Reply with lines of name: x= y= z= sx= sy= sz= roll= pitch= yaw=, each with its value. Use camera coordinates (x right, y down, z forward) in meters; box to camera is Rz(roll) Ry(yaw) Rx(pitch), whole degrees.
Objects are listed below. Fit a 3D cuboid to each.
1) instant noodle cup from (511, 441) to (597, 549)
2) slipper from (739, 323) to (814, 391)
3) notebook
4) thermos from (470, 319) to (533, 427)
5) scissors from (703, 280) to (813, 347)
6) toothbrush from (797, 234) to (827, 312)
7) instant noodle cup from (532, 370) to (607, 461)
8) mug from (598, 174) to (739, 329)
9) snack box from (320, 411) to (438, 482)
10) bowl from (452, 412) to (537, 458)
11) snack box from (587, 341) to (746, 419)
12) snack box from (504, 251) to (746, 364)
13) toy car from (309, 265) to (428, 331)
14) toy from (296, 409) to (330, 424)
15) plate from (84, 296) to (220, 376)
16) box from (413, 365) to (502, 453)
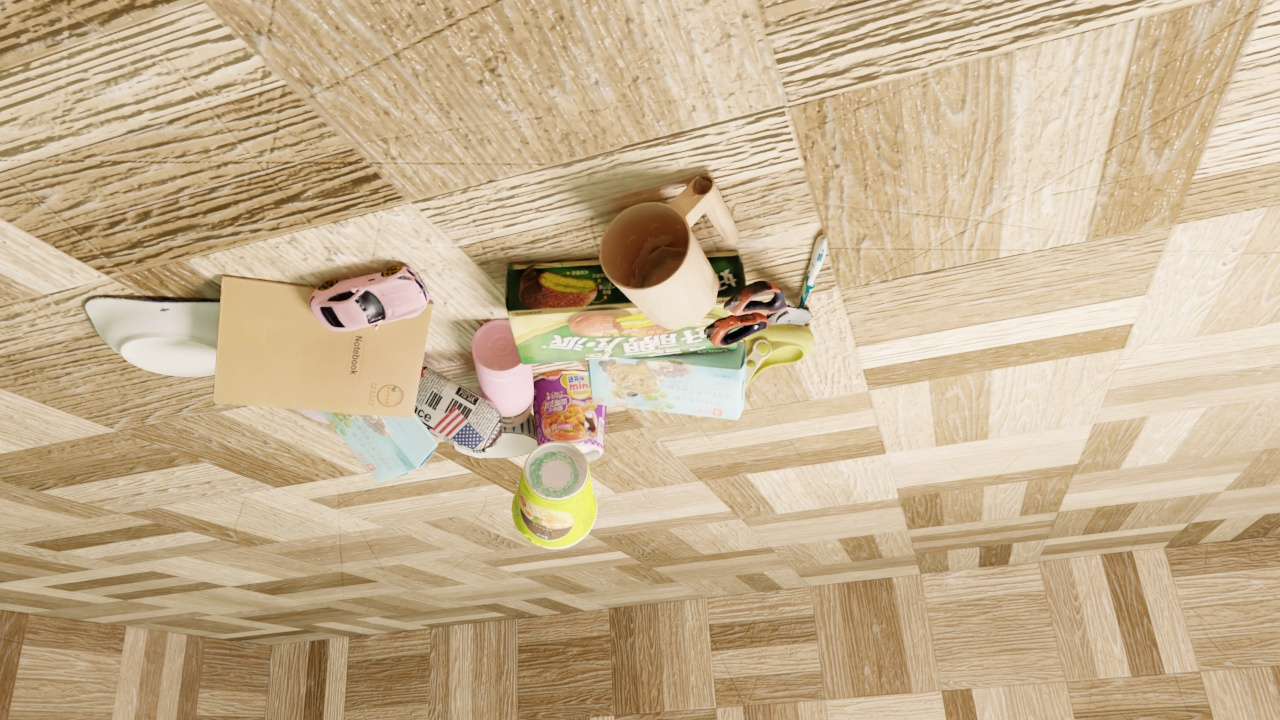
instant noodle cup: x=-0.107 y=0.162 z=1.147 sx=0.111 sy=0.111 sz=0.124 roll=-1 pitch=149 yaw=-6
slipper: x=0.114 y=0.000 z=1.076 sx=0.190 sy=0.081 sz=0.092 roll=-4 pitch=154 yaw=-5
notebook: x=-0.334 y=-0.010 z=0.969 sx=0.207 sy=0.008 sz=0.148 roll=7 pitch=117 yaw=-21
thermos: x=-0.172 y=0.021 z=1.102 sx=0.087 sy=0.067 sz=0.199 roll=5 pitch=157 yaw=-4
scissors: x=0.126 y=-0.038 z=0.944 sx=0.185 sy=0.015 sz=0.209 roll=-33 pitch=159 yaw=-13
toothbrush: x=0.183 y=-0.082 z=0.973 sx=0.018 sy=0.016 sz=0.192 roll=-13 pitch=157 yaw=-4
instant noodle cup: x=-0.093 y=0.078 z=1.202 sx=0.111 sy=0.099 sz=0.112 roll=-2 pitch=158 yaw=-1
mug: x=0.034 y=-0.097 z=0.831 sx=0.124 sy=0.084 sz=0.103 roll=-46 pitch=152 yaw=0
snack box: x=-0.320 y=0.057 z=1.065 sx=0.074 sy=0.051 sz=0.175 roll=-21 pitch=112 yaw=33
bowl: x=-0.195 y=0.086 z=1.243 sx=0.116 sy=0.066 sz=0.117 roll=-3 pitch=158 yaw=-1
snack box: x=0.030 y=0.015 z=1.024 sx=0.175 sy=0.051 sz=0.074 roll=6 pitch=129 yaw=11
snack box: x=-0.014 y=-0.053 z=0.950 sx=0.240 sy=0.063 sz=0.115 roll=-4 pitch=155 yaw=-2
toy car: x=-0.272 y=-0.058 z=0.916 sx=0.122 sy=0.037 sz=0.056 roll=-11 pitch=132 yaw=14
toy: x=-0.363 y=0.059 z=1.167 sx=0.121 sy=0.054 sz=0.159 roll=-15 pitch=148 yaw=27
plate: x=-0.504 y=-0.018 z=1.002 sx=0.163 sy=0.034 sz=0.165 roll=2 pitch=157 yaw=-12
box: x=-0.240 y=0.049 z=1.098 sx=0.163 sy=0.076 sz=0.087 roll=31 pitch=137 yaw=5
